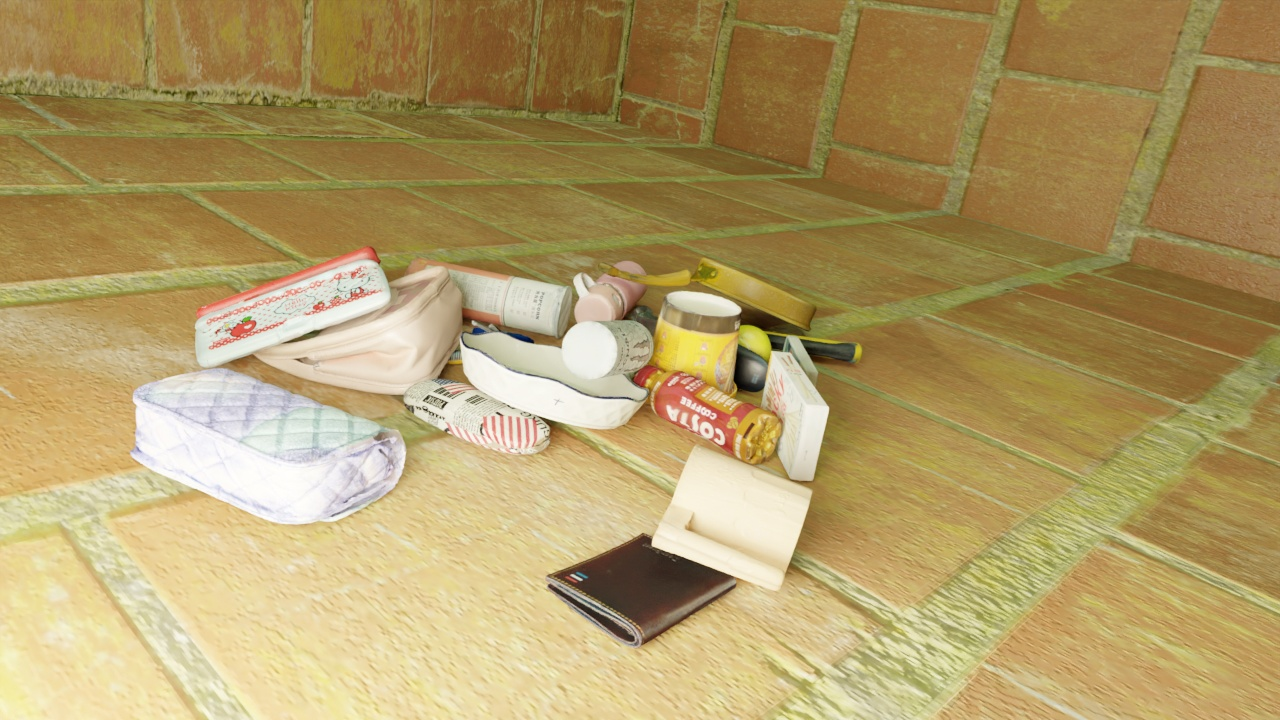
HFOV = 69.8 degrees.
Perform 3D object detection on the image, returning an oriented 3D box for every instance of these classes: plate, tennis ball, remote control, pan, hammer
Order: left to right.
[{"bbox_3d":[-0.094,0.021,0.965,0.205,0.045,0.204,18,8,-3],"label":"plate"},{"bbox_3d":[0.100,-0.107,1.349,0.357,0.078,0.198,20,7,-30],"label":"pan"},{"bbox_3d":[0.104,-0.001,1.158,0.136,0.053,0.024,27,18,39],"label":"remote control"},{"bbox_3d":[0.137,-0.014,1.190,0.065,0.065,0.065,8,20,-3],"label":"tennis ball"},{"bbox_3d":[0.152,-0.031,1.280,0.323,0.032,0.126,8,13,-8],"label":"hammer"},{"bbox_3d":[0.197,0.016,1.152,0.019,0.056,0.135,7,21,-4],"label":"remote control"}]

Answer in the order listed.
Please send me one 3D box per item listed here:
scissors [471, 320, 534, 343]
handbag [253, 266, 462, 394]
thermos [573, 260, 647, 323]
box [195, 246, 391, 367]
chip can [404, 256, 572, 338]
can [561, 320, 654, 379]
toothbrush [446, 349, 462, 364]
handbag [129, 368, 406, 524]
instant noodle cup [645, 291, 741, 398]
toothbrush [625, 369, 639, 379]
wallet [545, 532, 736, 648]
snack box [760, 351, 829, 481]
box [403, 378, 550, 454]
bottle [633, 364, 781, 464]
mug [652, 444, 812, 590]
[{"bbox_3d":[-0.162,-0.031,1.088,0.132,0.012,0.173,13,-5,-28],"label":"scissors"},{"bbox_3d":[-0.328,-0.034,1.031,0.234,0.093,0.193,-3,22,8],"label":"handbag"},{"bbox_3d":[-0.047,-0.100,1.316,0.067,0.087,0.198,-28,8,21],"label":"thermos"},{"bbox_3d":[-0.372,-0.064,0.982,0.201,0.058,0.161,-22,27,-11],"label":"box"},{"bbox_3d":[-0.203,-0.085,1.219,0.215,0.071,0.071,12,21,6],"label":"chip can"},{"bbox_3d":[-0.031,-0.013,0.960,0.058,0.058,0.146,15,7,15],"label":"can"},{"bbox_3d":[-0.149,-0.008,1.113,0.191,0.018,0.016,-3,26,-26],"label":"toothbrush"},{"bbox_3d":[-0.311,0.069,0.760,0.194,0.076,0.134,19,18,19],"label":"handbag"},{"bbox_3d":[0.064,-0.015,1.090,0.118,0.114,0.118,8,20,-3],"label":"instant noodle cup"},{"bbox_3d":[-0.007,0.007,1.145,0.018,0.016,0.191,5,18,16],"label":"toothbrush"},{"bbox_3d":[0.001,0.172,0.705,0.096,0.020,0.122,24,22,34],"label":"wallet"},{"bbox_3d":[0.162,0.056,0.986,0.027,0.085,0.156,5,20,-8],"label":"snack box"},{"bbox_3d":[-0.163,0.058,0.910,0.164,0.052,0.068,22,10,27],"label":"box"},{"bbox_3d":[0.066,0.053,0.992,0.175,0.057,0.057,25,26,37],"label":"bottle"},{"bbox_3d":[0.075,0.132,0.742,0.103,0.084,0.124,19,23,10],"label":"mug"}]
